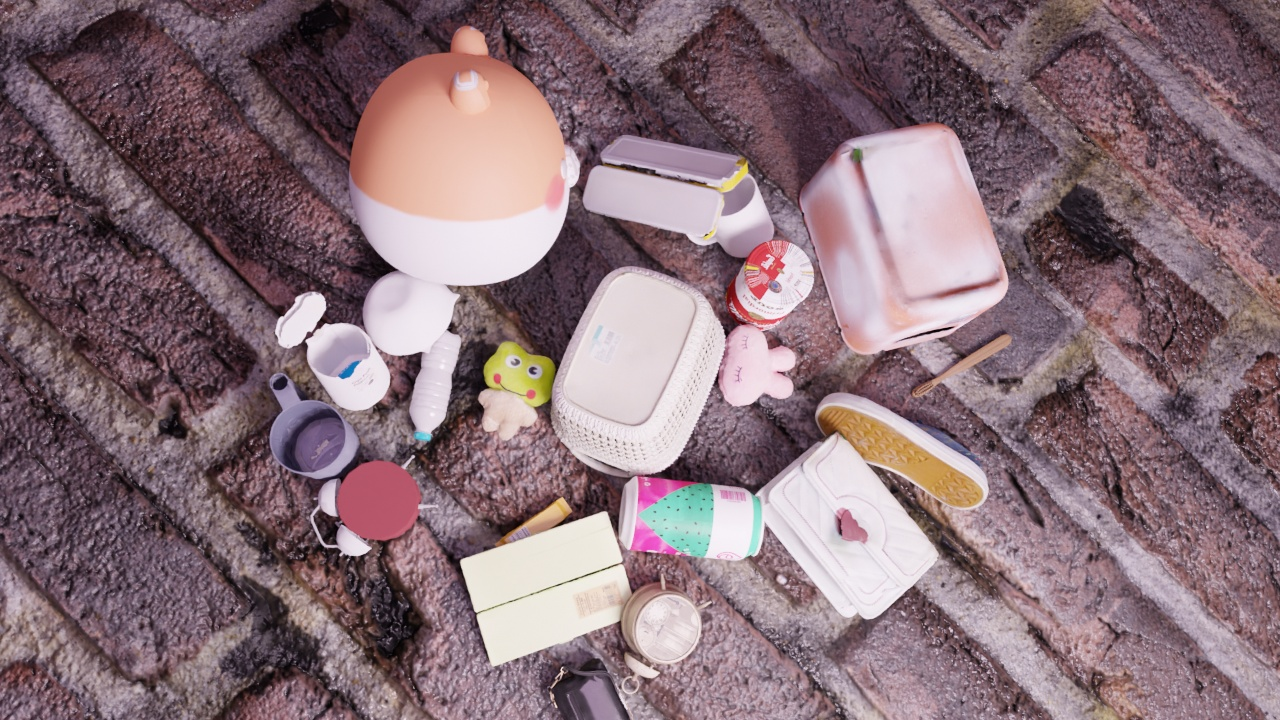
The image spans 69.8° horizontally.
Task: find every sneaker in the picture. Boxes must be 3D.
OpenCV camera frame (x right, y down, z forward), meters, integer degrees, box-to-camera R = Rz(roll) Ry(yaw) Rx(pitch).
[{"bbox_3d":[0.340,0.099,1.176,0.235,0.088,0.079,29,43,5],"label":"sneaker"}]

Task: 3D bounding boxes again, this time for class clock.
[{"bbox_3d":[0.019,0.330,1.086,0.093,0.055,0.140,32,80,-12],"label":"clock"},{"bbox_3d":[-0.320,0.172,1.091,0.137,0.048,0.096,-26,81,-12],"label":"clock"}]

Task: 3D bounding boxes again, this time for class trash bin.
[{"bbox_3d":[0.338,-0.161,1.191,0.181,0.157,0.259,-13,78,-10],"label":"trash bin"}]

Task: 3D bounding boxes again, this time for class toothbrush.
[{"bbox_3d":[0.434,0.007,1.236,0.166,0.016,0.016,-28,83,-13],"label":"toothbrush"}]

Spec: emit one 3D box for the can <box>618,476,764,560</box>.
[{"bbox_3d":[0.060,0.192,1.111,0.166,0.088,0.088,7,76,-5],"label":"can"}]

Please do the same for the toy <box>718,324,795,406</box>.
[{"bbox_3d":[0.152,0.009,1.187,0.105,0.053,0.108,11,74,-20],"label":"toy"}]

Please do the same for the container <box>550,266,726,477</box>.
[{"bbox_3d":[-0.007,0.007,1.118,0.185,0.143,0.251,21,75,12],"label":"container"}]

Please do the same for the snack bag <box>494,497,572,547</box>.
[{"bbox_3d":[-0.130,0.204,1.121,0.099,0.020,0.026,-35,89,-13],"label":"snack bag"}]

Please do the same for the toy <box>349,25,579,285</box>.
[{"bbox_3d":[-0.204,-0.229,1.076,0.265,0.281,0.262,1,41,-11],"label":"toy"}]

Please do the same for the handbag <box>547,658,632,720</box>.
[{"bbox_3d":[-0.055,0.411,1.067,0.079,0.054,0.128,-26,84,-8],"label":"handbag"}]

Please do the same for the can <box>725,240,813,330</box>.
[{"bbox_3d":[0.163,-0.094,1.174,0.086,0.116,0.086,2,77,-7],"label":"can"}]

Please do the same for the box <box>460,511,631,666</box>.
[{"bbox_3d":[-0.108,0.272,1.096,0.187,0.030,0.138,-15,87,-11],"label":"box"}]

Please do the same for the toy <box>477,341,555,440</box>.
[{"bbox_3d":[-0.159,0.040,1.144,0.092,0.043,0.117,24,77,-2],"label":"toy"}]

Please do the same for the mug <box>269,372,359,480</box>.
[{"bbox_3d":[-0.387,0.079,1.076,0.083,0.104,0.124,-31,82,-12],"label":"mug"}]

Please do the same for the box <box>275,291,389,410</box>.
[{"bbox_3d":[-0.355,-0.006,1.071,0.094,0.166,0.084,40,70,15],"label":"box"}]

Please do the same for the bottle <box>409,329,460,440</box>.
[{"bbox_3d":[-0.256,0.031,1.134,0.044,0.044,0.136,10,76,-4],"label":"bottle"}]

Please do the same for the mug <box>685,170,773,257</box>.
[{"bbox_3d":[0.110,-0.185,1.198,0.111,0.090,0.073,-14,57,16],"label":"mug"}]

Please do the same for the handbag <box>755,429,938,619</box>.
[{"bbox_3d":[0.255,0.202,1.129,0.141,0.096,0.198,-38,83,-14],"label":"handbag"}]

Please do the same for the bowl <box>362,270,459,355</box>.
[{"bbox_3d":[-0.293,-0.068,1.126,0.115,0.050,0.114,-7,61,12],"label":"bowl"}]

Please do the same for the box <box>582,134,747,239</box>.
[{"bbox_3d":[0.027,-0.230,1.183,0.210,0.045,0.128,19,74,31],"label":"box"}]
